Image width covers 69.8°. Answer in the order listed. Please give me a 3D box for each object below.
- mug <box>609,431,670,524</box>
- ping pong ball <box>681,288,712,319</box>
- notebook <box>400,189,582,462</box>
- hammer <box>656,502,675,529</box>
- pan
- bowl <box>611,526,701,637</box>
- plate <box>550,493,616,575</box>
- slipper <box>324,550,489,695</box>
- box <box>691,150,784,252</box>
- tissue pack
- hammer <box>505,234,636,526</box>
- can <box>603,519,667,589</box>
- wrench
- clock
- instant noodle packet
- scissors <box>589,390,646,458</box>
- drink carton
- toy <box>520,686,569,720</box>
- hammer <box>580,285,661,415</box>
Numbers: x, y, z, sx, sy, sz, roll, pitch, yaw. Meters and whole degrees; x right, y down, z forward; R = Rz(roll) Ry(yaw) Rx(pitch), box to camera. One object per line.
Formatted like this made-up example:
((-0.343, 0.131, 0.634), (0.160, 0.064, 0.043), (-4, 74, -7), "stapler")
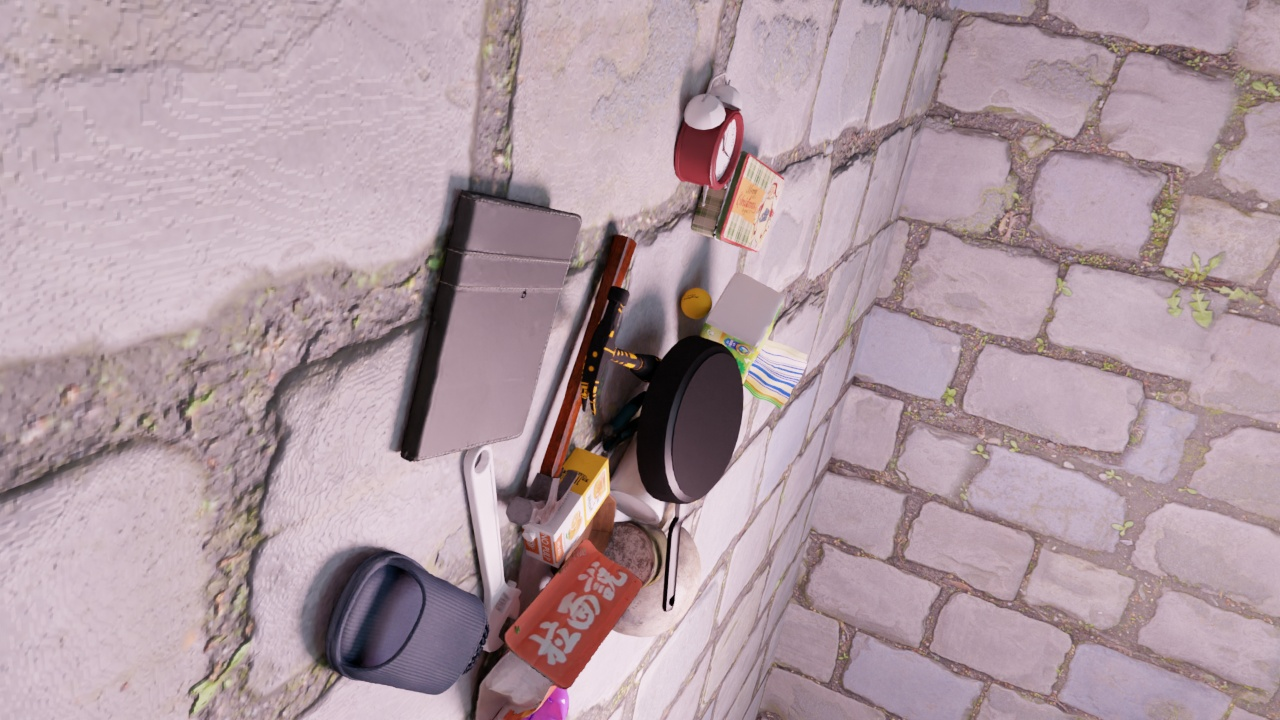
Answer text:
((0.013, 0.142, 1.159), (0.105, 0.082, 0.082), (-60, 157, -27), "mug")
((0.072, -0.073, 1.184), (0.040, 0.040, 0.040), (-52, 153, -42), "ping pong ball")
((-0.117, -0.027, 0.748), (0.169, 0.029, 0.209), (-7, 118, -66), "notebook")
((0.024, 0.242, 1.342), (0.317, 0.049, 0.122), (-53, 159, -38), "hammer")
((0.060, 0.147, 1.115), (0.203, 0.044, 0.356), (-17, 114, -56), "pan")
((0.035, 0.328, 1.307), (0.178, 0.081, 0.178), (-54, 173, -10), "bowl")
((-0.070, 0.212, 1.087), (0.131, 0.025, 0.131), (-52, 153, -42), "plate")
((-0.170, 0.236, 0.768), (0.101, 0.082, 0.264), (-63, 159, -17), "slipper")
((0.132, -0.208, 1.212), (0.205, 0.050, 0.118), (1, 106, -68), "box")
((0.150, -0.002, 1.245), (0.120, 0.141, 0.198), (-59, 171, -27), "tissue pack")
((-0.061, 0.018, 0.925), (0.111, 0.028, 0.300), (30, 77, -76), "hammer")
((-0.014, 0.250, 1.176), (0.090, 0.090, 0.074), (-71, 161, -1), "can")
((-0.145, 0.183, 0.880), (0.066, 0.018, 0.274), (-50, 150, -45), "wrench")
((0.080, -0.252, 1.031), (0.096, 0.048, 0.138), (-45, 149, -51), "clock")
((-0.103, 0.324, 1.004), (0.163, 0.084, 0.222), (-46, 169, -48), "instant noodle packet")
((-0.026, 0.087, 1.103), (0.126, 0.019, 0.144), (-68, 158, -8), "scissors")
((-0.080, 0.160, 0.991), (0.122, 0.040, 0.059), (-53, 154, -41), "drink carton")
((-0.114, 0.409, 1.084), (0.088, 0.055, 0.106), (-56, -144, 34), "toy")
((-0.006, 0.006, 1.010), (0.320, 0.036, 0.123), (26, 81, -76), "hammer")
